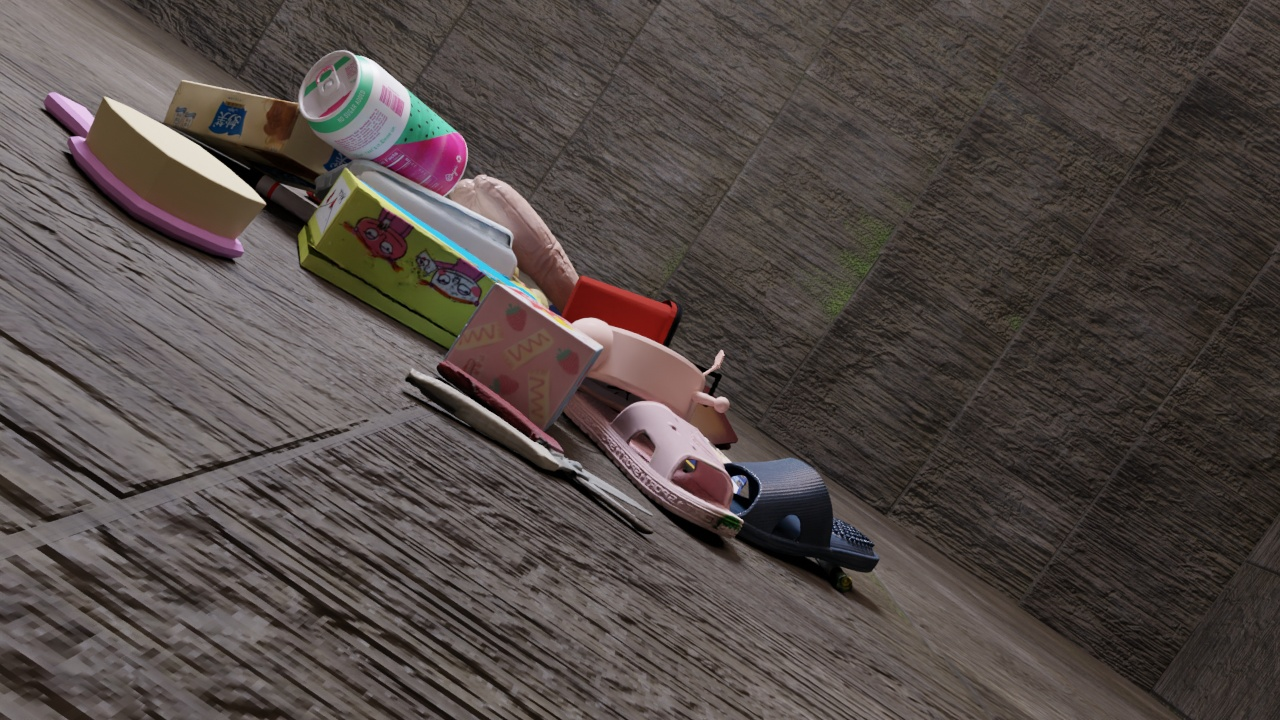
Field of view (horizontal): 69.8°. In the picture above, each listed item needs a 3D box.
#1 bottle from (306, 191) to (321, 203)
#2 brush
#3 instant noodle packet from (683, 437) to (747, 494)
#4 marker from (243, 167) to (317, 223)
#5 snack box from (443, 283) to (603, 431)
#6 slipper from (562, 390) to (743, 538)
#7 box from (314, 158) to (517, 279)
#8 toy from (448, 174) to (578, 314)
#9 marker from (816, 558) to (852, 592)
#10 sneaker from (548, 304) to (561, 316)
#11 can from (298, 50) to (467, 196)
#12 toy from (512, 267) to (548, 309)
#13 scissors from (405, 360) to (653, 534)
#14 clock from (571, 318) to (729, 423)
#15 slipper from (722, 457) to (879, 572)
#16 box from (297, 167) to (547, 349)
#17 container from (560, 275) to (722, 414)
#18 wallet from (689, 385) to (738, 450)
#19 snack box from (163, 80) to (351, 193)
[{"bbox_3d":[-0.358,-0.202,1.193,0.137,0.062,0.062,33,3,-13],"label":"bottle"},{"bbox_3d":[-0.338,-0.142,0.615,0.229,0.043,0.089,36,4,31],"label":"brush"},{"bbox_3d":[0.078,0.117,1.001,0.087,0.026,0.134,44,10,7],"label":"instant noodle packet"},{"bbox_3d":[-0.342,-0.151,0.952,0.145,0.019,0.019,33,3,-10],"label":"marker"},{"bbox_3d":[-0.090,-0.004,0.728,0.095,0.079,0.093,33,3,0],"label":"snack box"},{"bbox_3d":[0.017,0.073,0.800,0.094,0.064,0.239,31,2,-41],"label":"slipper"},{"bbox_3d":[-0.238,-0.126,0.950,0.106,0.130,0.211,6,-18,45],"label":"box"},{"bbox_3d":[-0.124,-0.117,1.096,0.264,0.065,0.196,51,-12,-29],"label":"toy"},{"bbox_3d":[0.198,0.213,0.964,0.017,0.017,0.146,34,3,-3],"label":"marker"},{"bbox_3d":[-0.030,0.003,1.280,0.233,0.091,0.118,26,-1,14],"label":"sneaker"},{"bbox_3d":[-0.250,-0.227,0.910,0.088,0.088,0.166,36,1,32],"label":"can"},{"bbox_3d":[-0.200,-0.104,1.160,0.176,0.096,0.112,23,-3,27],"label":"toy"},{"bbox_3d":[-0.079,0.050,0.610,0.196,0.015,0.179,37,3,38],"label":"scissors"},{"bbox_3d":[-0.005,0.005,0.867,0.160,0.086,0.131,19,-11,-13],"label":"clock"},{"bbox_3d":[0.150,0.139,0.900,0.263,0.082,0.101,24,4,-35],"label":"slipper"},{"bbox_3d":[-0.184,-0.070,0.815,0.221,0.083,0.124,35,3,-30],"label":"box"},{"bbox_3d":[0.002,0.002,0.999,0.201,0.148,0.127,24,3,-8],"label":"container"},{"bbox_3d":[0.056,0.071,1.097,0.115,0.018,0.091,0,53,-41],"label":"wallet"},{"bbox_3d":[-0.382,-0.229,0.985,0.208,0.055,0.153,19,-6,31],"label":"snack box"}]
